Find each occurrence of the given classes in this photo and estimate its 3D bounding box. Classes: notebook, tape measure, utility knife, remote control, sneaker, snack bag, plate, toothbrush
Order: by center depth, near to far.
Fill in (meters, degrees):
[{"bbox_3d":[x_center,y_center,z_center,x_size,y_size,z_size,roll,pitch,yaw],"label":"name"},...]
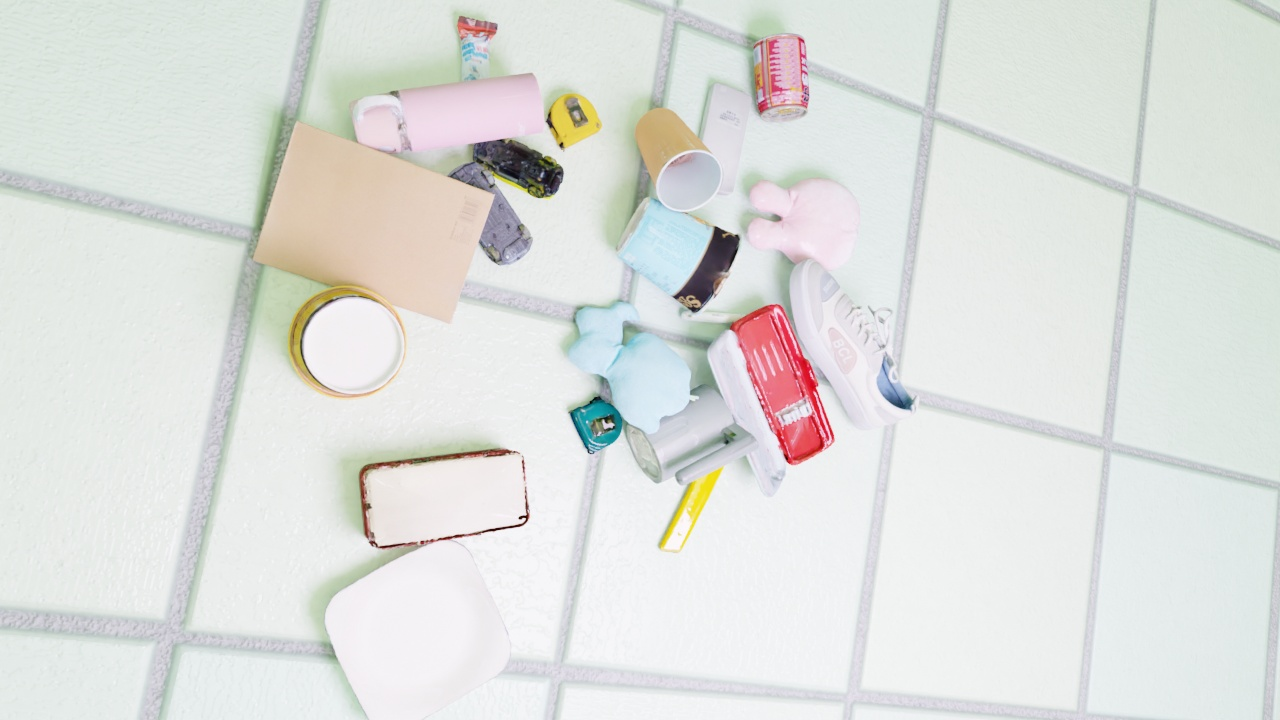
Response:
[{"bbox_3d":[-0.275,-0.140,0.959,0.211,0.012,0.149,18,97,-20],"label":"notebook"},{"bbox_3d":[-0.232,0.283,0.960,0.164,0.034,0.163,-25,96,-21],"label":"plate"},{"bbox_3d":[-0.184,-0.329,1.025,0.048,0.026,0.104,4,85,-13],"label":"snack bag"},{"bbox_3d":[-0.048,0.073,1.055,0.054,0.025,0.058,-26,97,-21],"label":"tape measure"},{"bbox_3d":[-0.078,-0.280,1.064,0.060,0.029,0.057,-32,98,-21],"label":"tape measure"},{"bbox_3d":[0.065,0.163,1.101,0.033,0.015,0.153,32,76,-11],"label":"utility knife"},{"bbox_3d":[0.269,-0.021,1.137,0.089,0.091,0.242,-46,111,-44],"label":"sneaker"},{"bbox_3d":[0.100,-0.274,1.142,0.056,0.019,0.135,15,81,-21],"label":"remote control"},{"bbox_3d":[0.137,-0.051,1.142,0.189,0.020,0.029,3,80,-22],"label":"toothbrush"}]

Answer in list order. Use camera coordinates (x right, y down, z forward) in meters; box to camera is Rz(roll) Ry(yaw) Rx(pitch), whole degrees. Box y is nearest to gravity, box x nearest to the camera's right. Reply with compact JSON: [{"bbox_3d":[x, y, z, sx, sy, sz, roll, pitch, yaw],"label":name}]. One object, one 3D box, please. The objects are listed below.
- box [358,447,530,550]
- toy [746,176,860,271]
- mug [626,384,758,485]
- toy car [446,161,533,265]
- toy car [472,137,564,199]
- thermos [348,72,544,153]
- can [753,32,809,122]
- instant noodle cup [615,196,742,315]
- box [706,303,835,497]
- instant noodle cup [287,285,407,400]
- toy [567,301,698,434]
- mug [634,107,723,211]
[{"bbox_3d":[-0.203,0.140,0.958,0.168,0.078,0.091,-5,89,-23],"label":"box"},{"bbox_3d":[0.206,-0.177,1.160,0.159,0.054,0.121,8,85,-20],"label":"toy"},{"bbox_3d":[0.057,0.092,1.046,0.103,0.124,0.084,-25,120,-20],"label":"mug"},{"bbox_3d":[-0.169,-0.161,1.015,0.054,0.037,0.120,-40,108,-15],"label":"toy car"},{"bbox_3d":[-0.138,-0.218,1.034,0.105,0.032,0.048,25,77,-7],"label":"toy car"},{"bbox_3d":[-0.204,-0.265,0.971,0.198,0.087,0.067,-11,79,-15],"label":"thermos"},{"bbox_3d":[0.177,-0.353,1.153,0.066,0.067,0.093,-2,87,-23],"label":"can"},{"bbox_3d":[0.040,-0.128,1.067,0.120,0.111,0.111,29,76,-12],"label":"instant noodle cup"},{"bbox_3d":[0.152,0.047,1.112,0.159,0.065,0.201,-33,105,-36],"label":"box"},{"bbox_3d":[-0.286,-0.017,0.907,0.118,0.114,0.118,-1,92,-20],"label":"instant noodle cup"},{"bbox_3d":[-0.006,0.006,1.041,0.156,0.050,0.161,11,60,-1],"label":"toy"},{"bbox_3d":[0.038,-0.237,1.056,0.078,0.122,0.078,-11,134,-12],"label":"mug"}]
